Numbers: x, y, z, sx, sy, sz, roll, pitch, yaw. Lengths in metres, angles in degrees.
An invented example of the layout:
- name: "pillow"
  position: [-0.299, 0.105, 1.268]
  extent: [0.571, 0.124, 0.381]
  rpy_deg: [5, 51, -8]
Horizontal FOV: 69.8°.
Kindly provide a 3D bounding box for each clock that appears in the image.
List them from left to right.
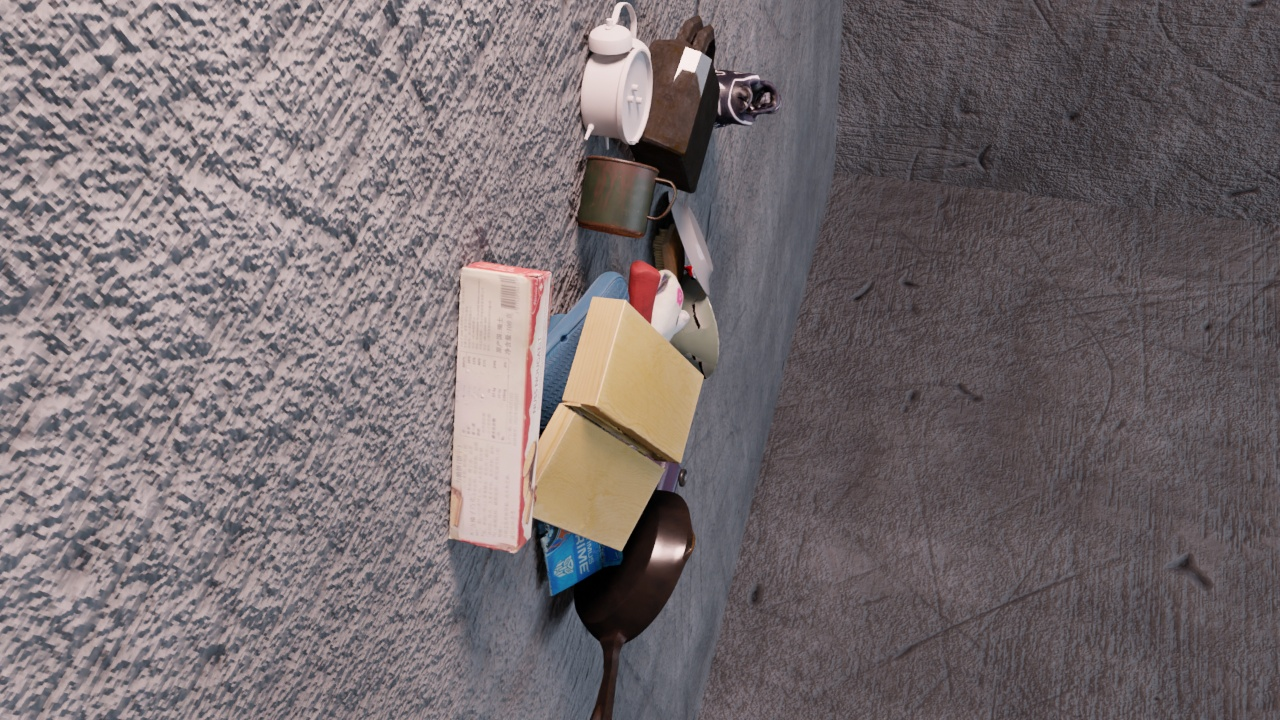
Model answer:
- name: "clock"
  position: [-0.021, -0.323, 1.042]
  extent: [0.119, 0.061, 0.159]
  rpy_deg: [-18, 118, -73]

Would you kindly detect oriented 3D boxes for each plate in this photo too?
- name: "plate"
  position: [0.085, -0.187, 1.436]
  extent: [0.172, 0.019, 0.173]
  rpy_deg: [-20, 90, -78]

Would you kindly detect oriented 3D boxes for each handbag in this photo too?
- name: "handbag"
  position: [0.047, -0.346, 1.189]
  extent: [0.197, 0.102, 0.199]
  rpy_deg: [36, 73, -81]

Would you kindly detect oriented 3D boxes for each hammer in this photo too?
- name: "hammer"
  position: [-0.007, 0.007, 1.194]
  extent: [0.036, 0.126, 0.316]
  rpy_deg: [-123, -154, -43]

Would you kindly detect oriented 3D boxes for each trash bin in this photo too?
- name: "trash bin"
  position: [0.002, 0.226, 1.444]
  extent: [0.092, 0.094, 0.160]
  rpy_deg: [62, 41, -58]

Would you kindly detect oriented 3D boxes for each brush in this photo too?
- name: "brush"
  position: [0.045, -0.158, 1.434]
  extent: [0.117, 0.039, 0.049]
  rpy_deg: [83, 24, -51]

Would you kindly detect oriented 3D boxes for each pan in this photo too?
- name: "pan"
  position: [-0.032, 0.326, 1.229]
  extent: [0.250, 0.043, 0.355]
  rpy_deg: [-34, -148, 45]

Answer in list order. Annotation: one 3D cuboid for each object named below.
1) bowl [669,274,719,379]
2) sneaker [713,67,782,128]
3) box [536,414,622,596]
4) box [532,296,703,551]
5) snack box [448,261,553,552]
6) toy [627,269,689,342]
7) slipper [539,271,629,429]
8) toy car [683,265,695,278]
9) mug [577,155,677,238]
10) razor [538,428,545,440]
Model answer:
- name: "bowl"
  position: [0.062, -0.049, 1.495]
  extent: [0.174, 0.067, 0.174]
  rpy_deg: [168, -90, -71]
- name: "sneaker"
  position: [0.149, -0.407, 1.429]
  extent: [0.252, 0.151, 0.097]
  rpy_deg: [-37, 135, -69]
- name: "box"
  position: [-0.064, 0.168, 1.166]
  extent: [0.166, 0.075, 0.244]
  rpy_deg: [-53, 145, -51]
- name: "box"
  position: [-0.029, 0.086, 1.077]
  extent: [0.257, 0.076, 0.247]
  rpy_deg: [-62, 148, -7]
- name: "snack box"
  position: [-0.133, 0.046, 0.867]
  extent: [0.044, 0.077, 0.273]
  rpy_deg: [-44, 141, -70]
- name: "toy"
  position: [0.009, -0.035, 1.289]
  extent: [0.137, 0.085, 0.210]
  rpy_deg: [-47, 158, -25]
- name: "slipper"
  position: [-0.081, -0.020, 1.045]
  extent: [0.213, 0.059, 0.104]
  rpy_deg: [-57, 148, -27]
- name: "toy car"
  position: [0.081, -0.120, 1.589]
  extent: [0.038, 0.025, 0.089]
  rpy_deg: [79, 13, -54]
- name: "mug"
  position: [-0.014, -0.186, 1.066]
  extent: [0.085, 0.111, 0.081]
  rpy_deg: [-15, 117, -77]
- name: "razor"
  position: [-0.101, 0.047, 1.073]
  extent: [0.018, 0.044, 0.140]
  rpy_deg: [51, 41, -39]
